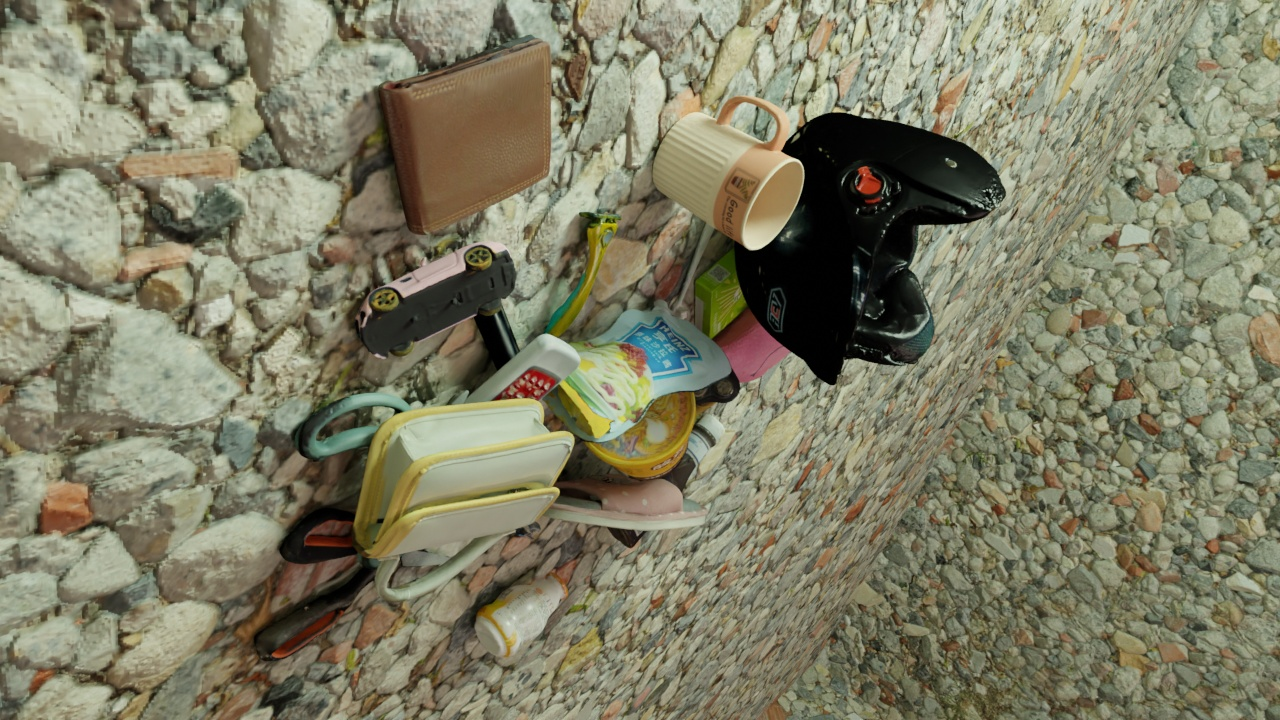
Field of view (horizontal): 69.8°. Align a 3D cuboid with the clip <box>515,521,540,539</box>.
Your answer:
[{"bbox_3d":[-0.121,0.175,0.968,0.036,0.026,0.058,-43,158,-5],"label":"clip"}]

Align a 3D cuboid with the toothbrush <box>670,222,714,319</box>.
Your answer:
[{"bbox_3d":[0.064,-0.110,0.933,0.016,0.016,0.180,-21,139,-51],"label":"toothbrush"}]

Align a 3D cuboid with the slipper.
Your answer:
[{"bbox_3d":[-0.014,0.154,1.010,0.274,0.114,0.054,14,81,-53],"label":"slipper"}]

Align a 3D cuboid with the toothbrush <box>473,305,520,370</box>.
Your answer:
[{"bbox_3d":[-0.110,0.009,0.782,0.213,0.026,0.027,80,27,-56],"label":"toothbrush"}]

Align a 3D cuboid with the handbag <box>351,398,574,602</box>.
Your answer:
[{"bbox_3d":[-0.145,0.123,0.737,0.163,0.063,0.179,-4,125,-45],"label":"handbag"}]

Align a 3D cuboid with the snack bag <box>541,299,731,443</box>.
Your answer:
[{"bbox_3d":[-0.005,0.005,0.855,0.190,0.110,0.039,-28,148,-40],"label":"snack bag"}]

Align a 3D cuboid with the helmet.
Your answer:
[{"bbox_3d":[0.201,-0.112,0.894,0.273,0.230,0.234,-50,158,-33],"label":"helmet"}]

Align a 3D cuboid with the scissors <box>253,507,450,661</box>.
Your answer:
[{"bbox_3d":[-0.232,0.174,0.786,0.220,0.022,0.228,-43,151,-20],"label":"scissors"}]

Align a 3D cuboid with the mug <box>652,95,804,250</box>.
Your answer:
[{"bbox_3d":[0.079,-0.169,0.786,0.081,0.106,0.115,-18,137,-50],"label":"mug"}]

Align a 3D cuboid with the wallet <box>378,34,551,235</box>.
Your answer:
[{"bbox_3d":[-0.108,-0.148,0.594,0.124,0.032,0.101,-34,145,-35],"label":"wallet"}]

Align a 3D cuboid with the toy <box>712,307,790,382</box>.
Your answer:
[{"bbox_3d":[0.148,-0.029,1.088,0.194,0.074,0.178,-36,164,2],"label":"toy"}]

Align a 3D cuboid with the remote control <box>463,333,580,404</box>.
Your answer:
[{"bbox_3d":[-0.111,0.031,0.767,0.136,0.020,0.056,-40,148,11],"label":"remote control"}]

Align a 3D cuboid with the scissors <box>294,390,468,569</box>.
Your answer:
[{"bbox_3d":[-0.201,0.088,0.708,0.169,0.019,0.171,21,104,-52],"label":"scissors"}]

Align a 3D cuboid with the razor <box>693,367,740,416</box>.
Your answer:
[{"bbox_3d":[0.056,0.041,1.016,0.067,0.062,0.168,-30,171,-25],"label":"razor"}]

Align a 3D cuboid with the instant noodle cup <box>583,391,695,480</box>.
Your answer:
[{"bbox_3d":[-0.001,0.064,0.937,0.118,0.118,0.114,-47,161,-13],"label":"instant noodle cup"}]

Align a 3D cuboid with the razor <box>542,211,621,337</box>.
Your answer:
[{"bbox_3d":[-0.055,-0.067,0.785,0.043,0.028,0.133,-12,134,-58],"label":"razor"}]

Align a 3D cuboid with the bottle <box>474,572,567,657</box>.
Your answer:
[{"bbox_3d":[-0.132,0.283,1.035,0.108,0.063,0.063,-31,146,-37],"label":"bottle"}]

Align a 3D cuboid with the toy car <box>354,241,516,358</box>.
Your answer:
[{"bbox_3d":[-0.145,-0.046,0.650,0.122,0.037,0.056,-28,143,-20],"label":"toy car"}]

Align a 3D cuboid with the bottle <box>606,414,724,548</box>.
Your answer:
[{"bbox_3d":[0.033,0.147,1.163,0.194,0.044,0.080,-45,146,-19],"label":"bottle"}]

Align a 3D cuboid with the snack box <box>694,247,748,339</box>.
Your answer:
[{"bbox_3d":[0.121,-0.100,1.028,0.156,0.026,0.086,-41,152,-24],"label":"snack box"}]
